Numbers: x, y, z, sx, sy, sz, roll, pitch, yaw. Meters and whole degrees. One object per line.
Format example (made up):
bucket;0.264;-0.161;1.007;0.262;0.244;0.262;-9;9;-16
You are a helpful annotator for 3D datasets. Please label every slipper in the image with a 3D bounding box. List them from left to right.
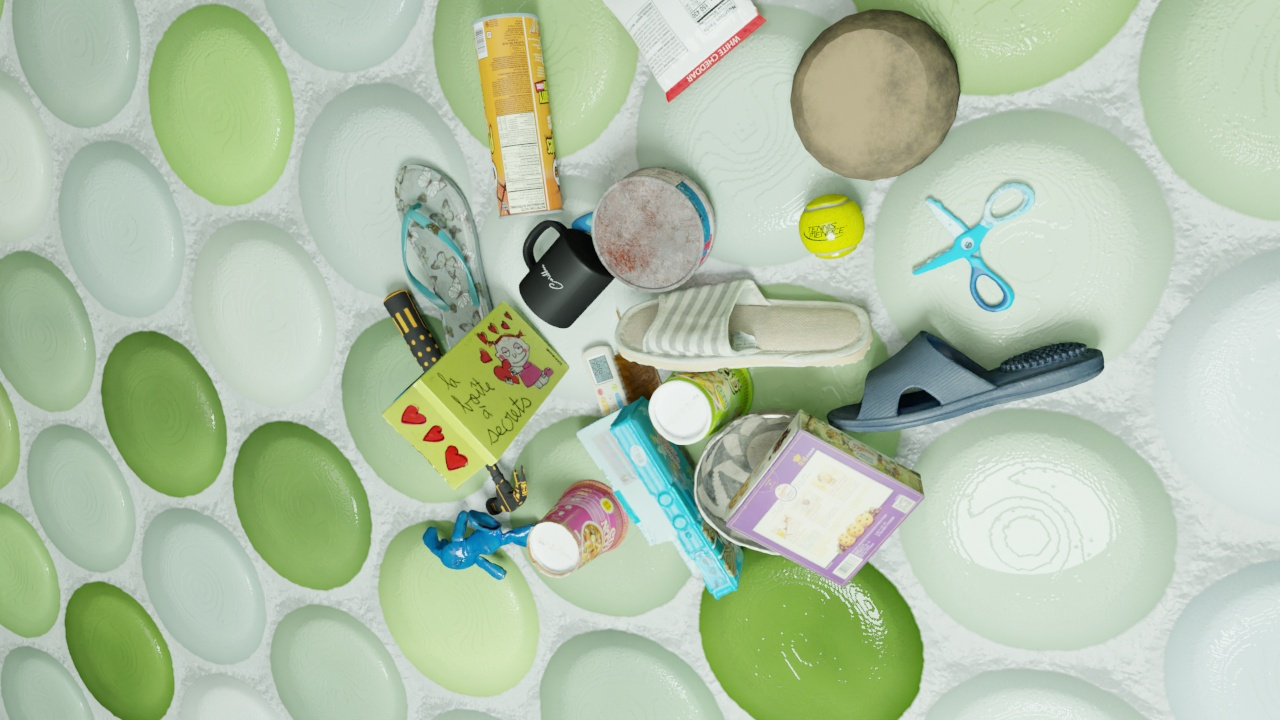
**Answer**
slipper;-0.240;-0.115;1.132;0.098;0.054;0.269;-16;97;24
slipper;0.104;-0.037;0.967;0.273;0.114;0.054;1;132;16
slipper;0.303;0.008;0.895;0.264;0.101;0.082;-16;96;23

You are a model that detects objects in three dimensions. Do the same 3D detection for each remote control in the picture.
remote control;-0.034;0.043;1.097;0.038;0.018;0.125;-18;94;26

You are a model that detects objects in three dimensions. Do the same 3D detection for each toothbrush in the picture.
toothbrush;-0.020;-0.167;1.043;0.135;0.017;0.022;-10;99;28

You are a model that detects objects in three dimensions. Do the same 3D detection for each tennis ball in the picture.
tennis ball;0.193;-0.135;0.927;0.065;0.065;0.065;6;105;23

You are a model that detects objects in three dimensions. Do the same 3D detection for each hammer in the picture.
hammer;-0.236;0.049;1.166;0.320;0.036;0.124;60;144;4

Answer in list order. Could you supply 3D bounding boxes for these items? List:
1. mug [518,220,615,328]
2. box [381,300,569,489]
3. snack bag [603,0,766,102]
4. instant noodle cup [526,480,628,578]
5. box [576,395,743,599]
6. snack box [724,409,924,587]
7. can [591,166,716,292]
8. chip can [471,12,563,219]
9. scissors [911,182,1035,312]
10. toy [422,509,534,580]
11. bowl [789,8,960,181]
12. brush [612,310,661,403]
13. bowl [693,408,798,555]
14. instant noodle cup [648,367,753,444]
mug;-0.093;-0.108;1.056;0.088;0.078;0.113;-45;71;26
box;-0.179;0.034;1.037;0.083;0.220;0.124;-38;97;27
snack bag;0.038;-0.369;0.954;0.131;0.039;0.144;-34;88;27
instant noodle cup;-0.080;0.208;1.106;0.098;0.108;0.098;6;105;22
box;0.031;0.154;1.058;0.227;0.085;0.170;58;162;-6
snack box;0.184;0.143;0.931;0.148;0.040;0.144;29;120;-6
can;0.014;-0.142;1.001;0.130;0.044;0.130;10;118;19
chip can;-0.138;-0.272;1.035;0.075;0.075;0.215;-2;101;24
scissors;0.333;-0.110;0.901;0.134;0.011;0.139;-30;91;24
toy;-0.219;0.233;1.189;0.177;0.070;0.113;-17;129;30
bowl;0.220;-0.255;0.883;0.162;0.070;0.162;6;105;23
brush;-0.007;0.006;1.073;0.048;0.017;0.126;-19;94;19
bowl;0.149;0.118;0.993;0.178;0.081;0.179;5;119;9
instant noodle cup;0.061;0.044;1.005;0.099;0.107;0.099;6;106;23
